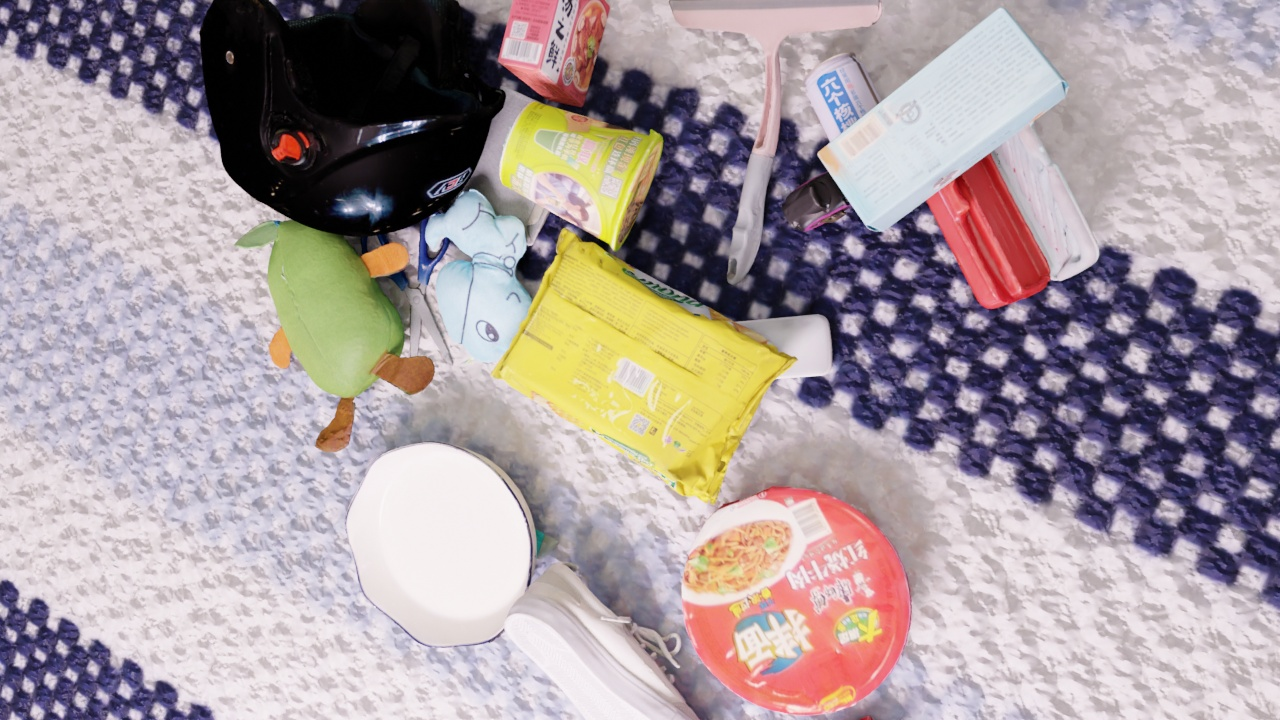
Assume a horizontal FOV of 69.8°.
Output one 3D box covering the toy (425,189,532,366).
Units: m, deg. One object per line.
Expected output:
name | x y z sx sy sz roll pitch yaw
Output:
toy | -0.152 -0.071 0.889 0.161 0.049 0.156 33 111 9

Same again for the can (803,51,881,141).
can | 0.192 -0.196 0.795 0.053 0.053 0.134 -26 83 14

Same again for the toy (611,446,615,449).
toy | -0.026 0.041 0.870 0.097 0.030 0.092 -23 78 22

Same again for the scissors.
scissors | -0.235 -0.077 0.939 0.163 0.012 0.162 27 98 13

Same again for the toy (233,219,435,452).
toy | -0.304 -0.044 0.918 0.227 0.089 0.246 -33 77 24

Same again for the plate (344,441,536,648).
plate | -0.189 0.176 0.893 0.205 0.045 0.205 3 98 20

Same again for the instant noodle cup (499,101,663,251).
instant noodle cup | -0.057 -0.173 0.824 0.123 0.111 0.112 23 96 3

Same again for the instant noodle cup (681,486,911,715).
instant noodle cup | 0.136 0.203 0.802 0.194 0.065 0.194 0 91 16

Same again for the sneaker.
sneaker | -0.014 0.284 0.844 0.242 0.090 0.090 46 132 -6

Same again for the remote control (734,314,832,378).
remote control | 0.105 -0.009 0.835 0.136 0.020 0.056 -5 88 16

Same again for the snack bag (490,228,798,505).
snack bag | -0.005 0.005 0.815 0.246 0.068 0.158 30 92 15

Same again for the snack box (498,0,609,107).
snack box | -0.074 -0.313 0.842 0.044 0.113 0.127 16 94 17

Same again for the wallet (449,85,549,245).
wallet | -0.119 -0.188 0.893 0.106 0.037 0.130 28 97 15

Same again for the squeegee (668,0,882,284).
squeegee | 0.104 -0.190 0.813 0.248 0.040 0.250 24 115 48

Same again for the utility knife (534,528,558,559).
utility knife | -0.167 0.159 0.915 0.187 0.013 0.029 17 92 18

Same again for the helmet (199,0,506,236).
helmet | -0.258 -0.223 0.835 0.275 0.232 0.231 30 128 18

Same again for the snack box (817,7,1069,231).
snack box | 0.230 -0.181 0.710 0.175 0.051 0.074 -37 74 25

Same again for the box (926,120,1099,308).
box | 0.293 -0.154 0.742 0.099 0.095 0.201 -36 76 57

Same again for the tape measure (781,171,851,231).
tape measure | 0.157 -0.138 0.802 0.039 0.057 0.057 62 148 3

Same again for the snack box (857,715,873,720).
snack box | 0.120 0.383 0.809 0.208 0.058 0.057 -28 79 14
